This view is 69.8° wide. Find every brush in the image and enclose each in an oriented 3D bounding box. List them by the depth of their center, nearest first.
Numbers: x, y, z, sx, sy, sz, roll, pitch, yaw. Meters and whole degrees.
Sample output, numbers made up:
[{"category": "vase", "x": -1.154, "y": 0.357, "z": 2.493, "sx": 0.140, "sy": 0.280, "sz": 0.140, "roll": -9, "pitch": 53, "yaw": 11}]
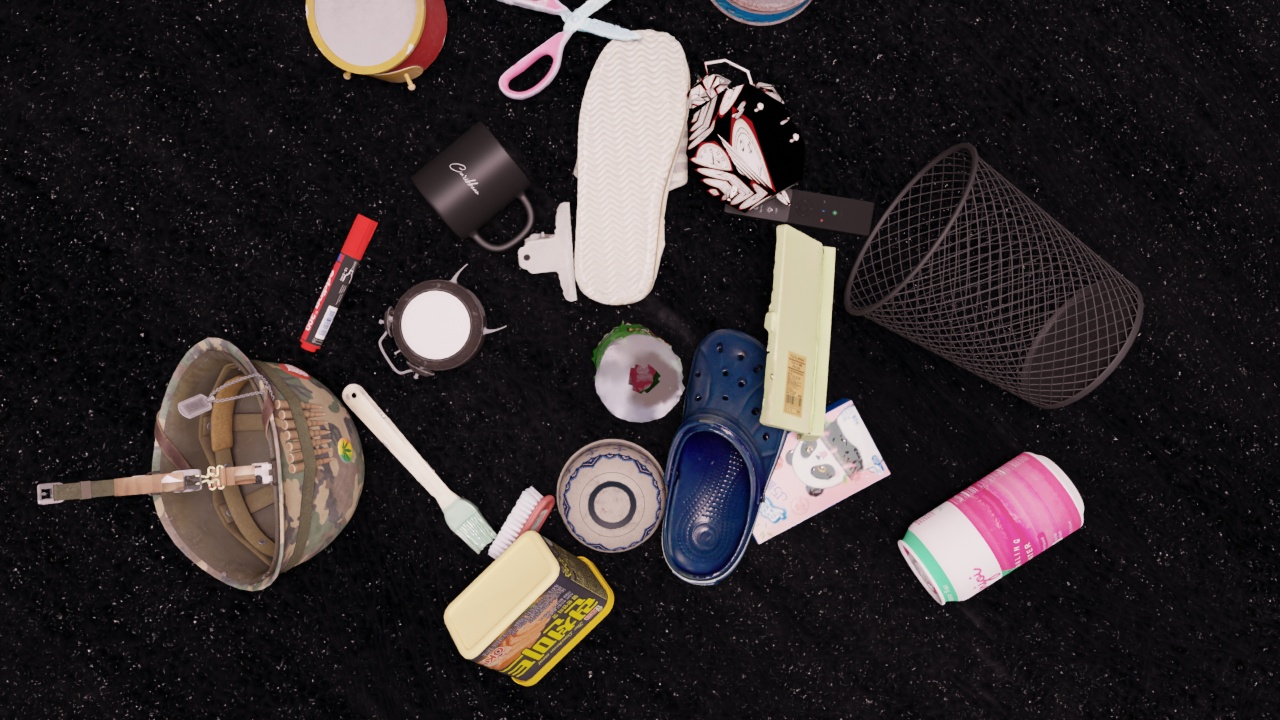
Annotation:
[{"category": "brush", "x": -0.142, "y": 0.205, "z": 0.932, "sx": 0.030, "sy": 0.041, "sz": 0.172, "roll": 30, "pitch": 94, "yaw": 15}, {"category": "brush", "x": -0.228, "y": 0.108, "z": 0.936, "sx": 0.033, "sy": 0.012, "sz": 0.217, "roll": -42, "pitch": 91, "yaw": 0}]

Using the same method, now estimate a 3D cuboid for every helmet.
[{"category": "helmet", "x": -0.367, "y": 0.093, "z": 0.823, "sx": 0.193, "sy": 0.235, "sz": 0.224, "roll": -8, "pitch": 105, "yaw": 32}]

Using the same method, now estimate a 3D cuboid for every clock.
[{"category": "clock", "x": -0.244, "y": -0.347, "z": 0.881, "sx": 0.117, "sy": 0.081, "sz": 0.159, "roll": 12, "pitch": 101, "yaw": 9}, {"category": "clock", "x": 0.103, "y": -0.226, "z": 0.881, "sx": 0.114, "sy": 0.065, "sz": 0.154, "roll": -3, "pitch": 75, "yaw": -35}, {"category": "clock", "x": -0.205, "y": -0.032, "z": 0.914, "sx": 0.123, "sy": 0.044, "sz": 0.091, "roll": -32, "pitch": 93, "yaw": 0}]

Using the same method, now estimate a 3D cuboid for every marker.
[{"category": "marker", "x": -0.304, "y": -0.077, "z": 0.920, "sx": 0.021, "sy": 0.023, "sz": 0.145, "roll": 25, "pitch": 92, "yaw": -10}]

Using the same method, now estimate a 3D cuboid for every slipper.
[{"category": "slipper", "x": 0.080, "y": 0.088, "z": 0.876, "sx": 0.105, "sy": 0.095, "sz": 0.252, "roll": 8, "pitch": 77, "yaw": 16}, {"category": "slipper", "x": -0.010, "y": -0.188, "z": 0.908, "sx": 0.114, "sy": 0.054, "sz": 0.272, "roll": 9, "pitch": 88, "yaw": 2}]

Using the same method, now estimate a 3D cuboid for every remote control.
[{"category": "remote control", "x": 0.161, "y": -0.155, "z": 0.933, "sx": 0.150, "sy": 0.013, "sz": 0.034, "roll": 9, "pitch": 92, "yaw": -2}]

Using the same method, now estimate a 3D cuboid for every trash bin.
[{"category": "trash bin", "x": 0.334, "y": -0.067, "z": 0.865, "sx": 0.210, "sy": 0.184, "sz": 0.184, "roll": 31, "pitch": 91, "yaw": -8}]

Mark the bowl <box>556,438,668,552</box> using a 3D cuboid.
[{"category": "bowl", "x": -0.028, "y": 0.139, "z": 0.917, "sx": 0.115, "sy": 0.059, "sz": 0.115, "roll": 0, "pitch": 92, "yaw": -1}]

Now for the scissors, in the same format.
[{"category": "scissors", "x": -0.086, "y": -0.340, "z": 0.903, "sx": 0.170, "sy": 0.014, "sz": 0.168, "roll": -37, "pitch": 79, "yaw": 8}]

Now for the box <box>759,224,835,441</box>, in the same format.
[{"category": "box", "x": 0.156, "y": -0.021, "z": 0.867, "sx": 0.048, "sy": 0.140, "sz": 0.187, "roll": 1, "pitch": 78, "yaw": 29}]

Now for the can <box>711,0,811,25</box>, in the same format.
[{"category": "can", "x": 0.123, "y": -0.403, "z": 0.906, "sx": 0.130, "sy": 0.044, "sz": 0.130, "roll": 0, "pitch": 92, "yaw": -1}]

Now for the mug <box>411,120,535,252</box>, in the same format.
[{"category": "mug", "x": -0.153, "y": -0.160, "z": 0.894, "sx": 0.088, "sy": 0.078, "sz": 0.113, "roll": -39, "pitch": 96, "yaw": 0}]

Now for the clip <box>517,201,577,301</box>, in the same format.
[{"category": "clip", "x": -0.093, "y": -0.108, "z": 0.917, "sx": 0.054, "sy": 0.040, "sz": 0.102, "roll": -2, "pitch": 112, "yaw": 2}]

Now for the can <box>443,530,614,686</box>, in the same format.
[{"category": "can", "x": -0.108, "y": 0.239, "z": 0.889, "sx": 0.131, "sy": 0.072, "sz": 0.101, "roll": -44, "pitch": 137, "yaw": 1}]

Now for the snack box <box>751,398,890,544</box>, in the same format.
[{"category": "snack box", "x": 0.164, "y": 0.111, "z": 0.934, "sx": 0.154, "sy": 0.033, "sz": 0.088, "roll": -28, "pitch": 91, "yaw": 0}]

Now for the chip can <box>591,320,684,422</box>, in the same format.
[{"category": "chip can", "x": -0.006, "y": 0.006, "z": 0.830, "sx": 0.075, "sy": 0.223, "sz": 0.075, "roll": 0, "pitch": 95, "yaw": -3}]

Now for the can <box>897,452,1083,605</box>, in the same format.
[{"category": "can", "x": 0.347, "y": 0.167, "z": 0.912, "sx": 0.166, "sy": 0.088, "sz": 0.088, "roll": -33, "pitch": 93, "yaw": 0}]
